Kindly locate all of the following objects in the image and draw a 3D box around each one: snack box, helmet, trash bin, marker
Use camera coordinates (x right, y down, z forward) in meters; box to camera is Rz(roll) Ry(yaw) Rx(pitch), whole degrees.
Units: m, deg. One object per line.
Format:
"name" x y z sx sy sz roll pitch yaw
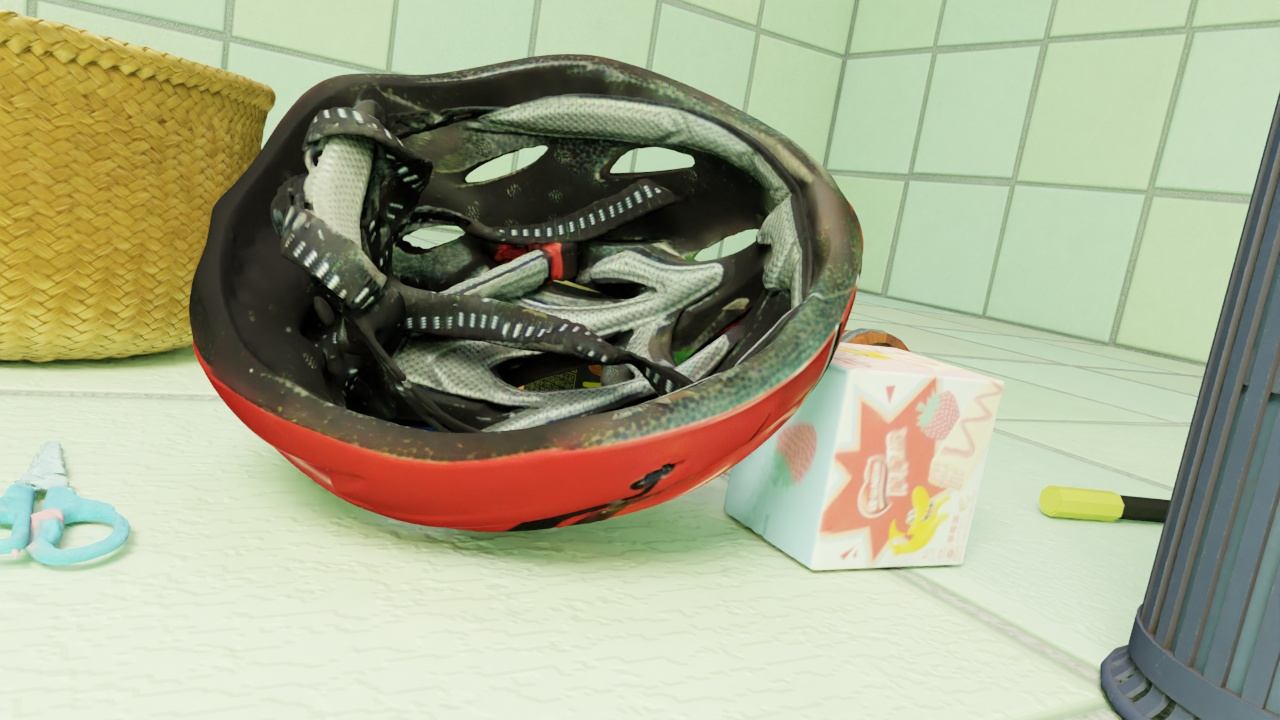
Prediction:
"snack box" 0.105 0.043 0.442 0.094 0.093 0.079 5 10 -27
"helmet" -0.044 -0.028 0.395 0.272 0.167 0.217 -4 54 -1
"trash bin" 0.249 0.010 0.285 0.139 0.249 0.139 9 9 -2
"marker" 0.305 0.092 0.579 0.123 0.017 0.021 7 10 -20

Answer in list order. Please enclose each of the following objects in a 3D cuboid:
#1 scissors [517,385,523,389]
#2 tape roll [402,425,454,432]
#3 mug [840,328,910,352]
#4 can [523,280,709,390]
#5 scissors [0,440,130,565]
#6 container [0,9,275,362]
"scissors" -0.112 0.018 0.601 0.128 0.011 0.125 4 16 -38
"tape roll" -0.133 0.031 0.515 0.093 0.016 0.091 11 9 8
"mug" 0.172 0.016 0.768 0.117 0.081 0.111 25 -3 -28
"can" -0.003 0.003 0.551 0.130 0.101 0.073 2 12 -39
"scissors" -0.223 0.049 0.342 0.056 0.015 0.137 6 3 -31
"container" -0.400 -0.113 0.581 0.307 0.196 0.307 9 7 -1
